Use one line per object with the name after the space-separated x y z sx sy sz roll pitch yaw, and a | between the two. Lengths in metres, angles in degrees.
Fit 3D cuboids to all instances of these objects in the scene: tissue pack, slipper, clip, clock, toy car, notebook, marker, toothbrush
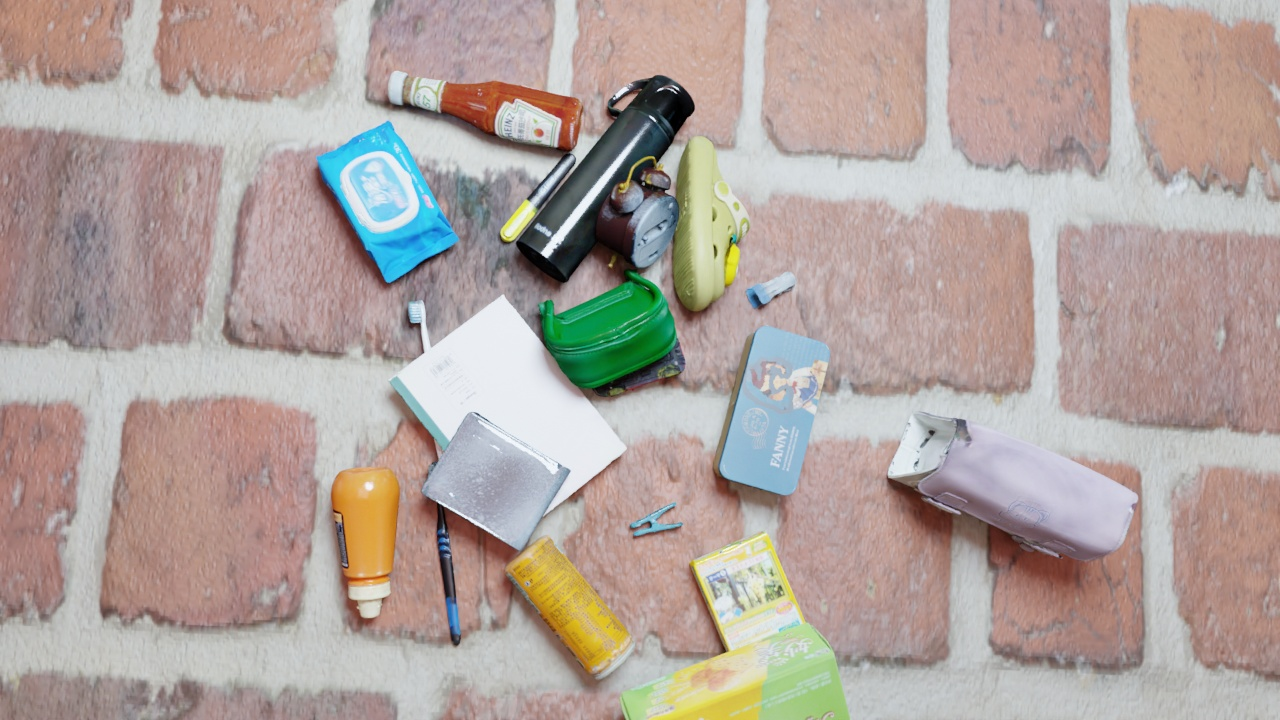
-0.267 -0.168 0.966 0.095 0.052 0.157 -30 87 -9 | tissue pack
0.080 -0.148 0.983 0.081 0.092 0.190 1 79 -8 | slipper
0.148 -0.080 1.014 0.058 0.045 0.027 -24 83 -18 | clip
-0.002 -0.153 0.949 0.055 0.122 0.081 31 46 24 | clock
0.016 0.170 0.972 0.055 0.014 0.039 -17 84 -9 | clip
-0.006 0.006 0.981 0.106 0.031 0.049 -19 82 -1 | toy car
-0.136 0.057 0.948 0.150 0.012 0.209 -38 90 -12 | notebook
-0.111 -0.179 1.002 0.018 0.015 0.124 38 79 -5 | marker
-0.202 0.198 0.945 0.014 0.016 0.189 -8 85 1 | toothbrush
-0.210 0.044 0.957 0.026 0.027 0.221 -10 84 -29 | toothbrush

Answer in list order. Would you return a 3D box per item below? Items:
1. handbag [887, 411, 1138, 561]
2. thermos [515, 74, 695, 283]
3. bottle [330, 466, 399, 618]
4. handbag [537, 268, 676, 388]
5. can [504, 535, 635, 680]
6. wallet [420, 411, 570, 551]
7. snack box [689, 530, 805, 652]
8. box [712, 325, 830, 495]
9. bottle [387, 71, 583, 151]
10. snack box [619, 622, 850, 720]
0.377 0.130 0.948 0.197 0.145 0.098 24 78 -1 | handbag
-0.043 -0.202 0.993 0.090 0.068 0.242 30 77 28 | thermos
-0.273 0.183 0.919 0.066 0.067 0.149 -2 90 -6 | bottle
-0.037 -0.040 0.950 0.131 0.068 0.120 -26 43 -7 | handbag
-0.071 0.249 0.929 0.058 0.058 0.146 -40 88 -9 | can
-0.146 0.121 0.925 0.121 0.019 0.097 31 78 -3 | wallet
0.118 0.260 0.961 0.087 0.034 0.140 -22 87 -8 | snack box
0.136 0.059 0.976 0.090 0.060 0.184 14 80 -3 | box
-0.166 -0.273 0.987 0.206 0.060 0.059 12 81 -2 | bottle
0.102 0.373 0.904 0.210 0.070 0.158 -18 104 -8 | snack box
